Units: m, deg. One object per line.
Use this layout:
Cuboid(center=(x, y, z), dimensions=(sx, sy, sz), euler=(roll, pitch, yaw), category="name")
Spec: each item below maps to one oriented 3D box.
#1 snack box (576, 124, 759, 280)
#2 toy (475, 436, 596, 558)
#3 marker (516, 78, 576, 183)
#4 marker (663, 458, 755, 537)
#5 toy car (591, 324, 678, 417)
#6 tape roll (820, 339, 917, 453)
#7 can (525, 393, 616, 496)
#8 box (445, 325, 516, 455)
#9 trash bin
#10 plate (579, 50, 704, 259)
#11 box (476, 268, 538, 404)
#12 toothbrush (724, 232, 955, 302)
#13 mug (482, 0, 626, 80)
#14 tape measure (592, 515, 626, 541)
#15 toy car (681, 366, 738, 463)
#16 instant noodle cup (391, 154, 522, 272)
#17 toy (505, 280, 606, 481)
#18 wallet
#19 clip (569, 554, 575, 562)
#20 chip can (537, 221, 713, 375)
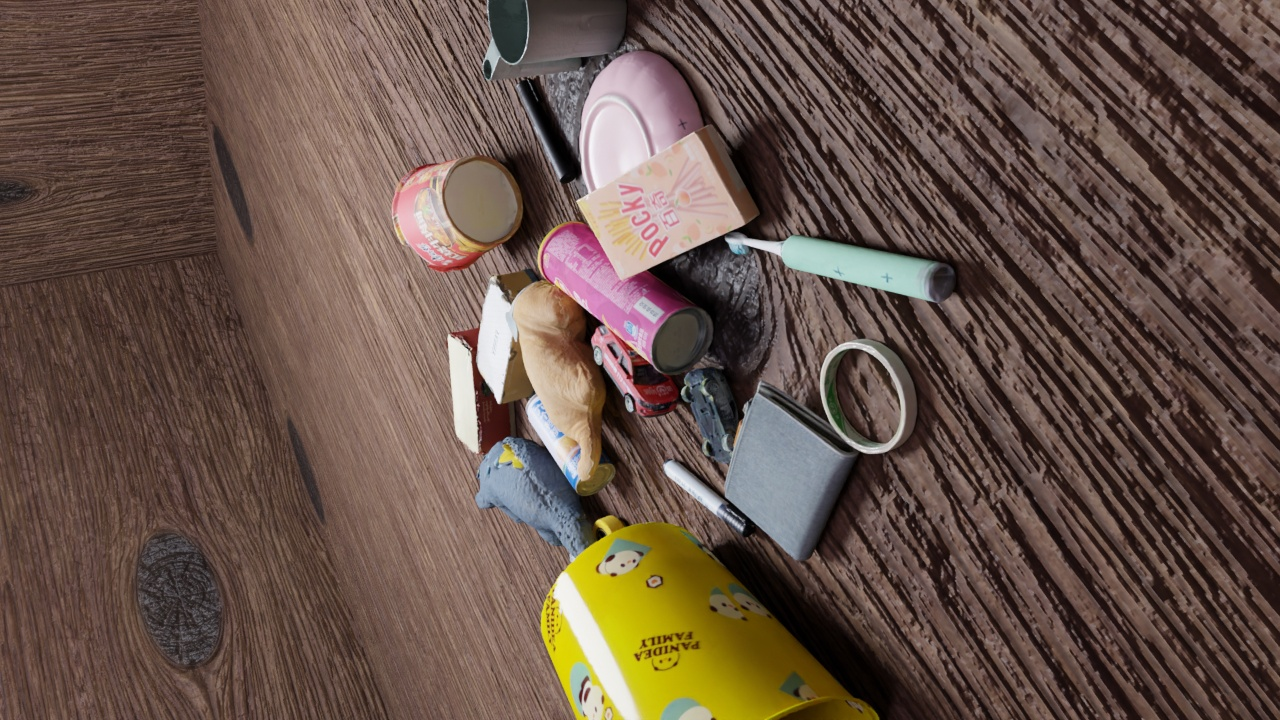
Cuboid(center=(0.020, -0.130, 0.783), dimensions=(0.158, 0.026, 0.084), euler=(-20, 105, 46), category="snack box")
Cuboid(center=(-0.147, 0.170, 1.190), dimensions=(0.357, 0.091, 0.138), euler=(12, 113, 58), category="toy")
Cuboid(center=(-0.102, -0.250, 0.997), dimensions=(0.022, 0.020, 0.132), euler=(-35, 70, 28), category="marker")
Cuboid(center=(0.065, 0.131, 0.895), dimensions=(0.131, 0.018, 0.023), euler=(36, 124, 47), category="marker")
Cuboid(center=(-0.005, 0.005, 0.918), dimensions=(0.120, 0.052, 0.045), euler=(55, 143, 32), category="toy car")
Cuboid(center=(0.168, 0.027, 0.679), dimensions=(0.086, 0.013, 0.086), euler=(32, 129, 49), category="tape roll")
Cuboid(center=(-0.085, 0.095, 1.090), dimensions=(0.134, 0.053, 0.053), euler=(51, 143, 34), category="can")
Cuboid(center=(-0.230, 0.043, 1.285), dimensions=(0.091, 0.076, 0.168), euler=(30, 128, 50), category="box")
Cuboid(center=(0.044, 0.294, 0.820), dimensions=(0.255, 0.229, 0.230), euler=(47, 140, 48), category="trash bin")
Cuboid(center=(-0.008, -0.185, 0.849), dimensions=(0.192, 0.039, 0.193), euler=(32, 130, 49), category="plate")
Cuboid(center=(-0.161, -0.023, 1.161), dimensions=(0.089, 0.059, 0.185), euler=(56, 147, 30), category="box")
Cuboid(center=(0.134, -0.076, 0.676), dimensions=(0.225, 0.026, 0.027), euler=(24, 145, 53), category="toothbrush")
Cuboid(center=(-0.084, -0.310, 0.855), dimensions=(0.083, 0.103, 0.124), euler=(67, 150, 13), category="mug")
Cuboid(center=(-0.031, 0.211, 1.079), dimensions=(0.060, 0.028, 0.057), euler=(46, 140, 41), category="tape measure")
Cuboid(center=(0.069, 0.049, 0.834), dimensions=(0.043, 0.034, 0.090), euler=(-26, 83, 57), category="toy car")
Cuboid(center=(-0.214, -0.185, 1.113), dimensions=(0.109, 0.137, 0.138), euler=(-7, 97, 51), category="instant noodle cup")
Cuboid(center=(-0.084, 0.021, 1.030), dimensions=(0.143, 0.082, 0.226), euler=(174, 79, -75), category="toy")
Cuboid(center=(0.121, 0.090, 0.765), dimensions=(0.106, 0.036, 0.130), euler=(40, 137, 30), category="wallet")
Cuboid(center=(-0.078, 0.233, 1.177), dimensions=(0.024, 0.029, 0.057), euler=(30, 122, 48), category="clip")
Cuboid(center=(-0.019, -0.064, 0.892), dimensions=(0.210, 0.071, 0.071), euler=(40, 136, 44), category="chip can")
